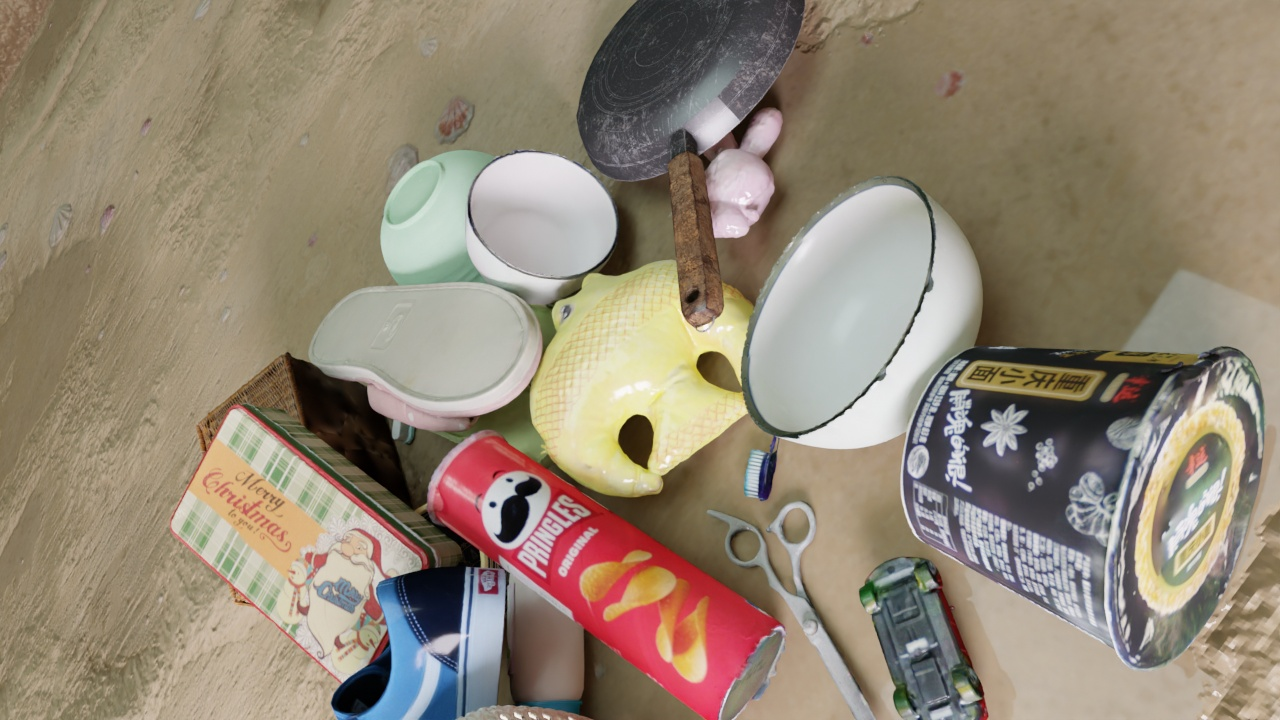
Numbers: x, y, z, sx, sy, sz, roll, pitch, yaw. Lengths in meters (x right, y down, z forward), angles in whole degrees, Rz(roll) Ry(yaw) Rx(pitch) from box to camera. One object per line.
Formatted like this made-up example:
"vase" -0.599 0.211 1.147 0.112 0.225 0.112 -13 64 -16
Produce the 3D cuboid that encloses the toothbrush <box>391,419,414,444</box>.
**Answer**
"toothbrush" -0.204 -0.014 0.825 0.016 0.016 0.180 -14 65 36

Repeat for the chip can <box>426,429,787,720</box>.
"chip can" -0.026 0.128 0.560 0.233 0.073 0.073 29 92 28

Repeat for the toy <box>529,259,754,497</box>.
"toy" -0.004 0.004 0.611 0.170 0.064 0.155 -40 68 -3

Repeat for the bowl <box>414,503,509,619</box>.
"bowl" -0.132 0.163 0.671 0.113 0.061 0.112 -15 65 34

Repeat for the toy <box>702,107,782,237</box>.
"toy" 0.065 -0.126 0.633 0.064 0.047 0.109 -5 62 33

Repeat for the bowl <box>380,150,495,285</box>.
"bowl" -0.166 -0.120 0.777 0.151 0.077 0.150 -22 50 28

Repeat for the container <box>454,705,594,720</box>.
"container" -0.073 0.314 0.498 0.246 0.184 0.143 -58 39 5

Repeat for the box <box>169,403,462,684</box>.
"box" -0.233 0.127 0.646 0.205 0.049 0.118 34 94 20

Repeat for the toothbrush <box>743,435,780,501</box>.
"toothbrush" 0.093 -0.004 0.584 0.017 0.016 0.189 7 79 36

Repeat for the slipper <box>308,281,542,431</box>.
"slipper" -0.165 -0.006 0.706 0.275 0.054 0.114 11 64 44

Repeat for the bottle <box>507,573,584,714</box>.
"bottle" -0.063 0.201 0.609 0.051 0.051 0.146 -19 63 32

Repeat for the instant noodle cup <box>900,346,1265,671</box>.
"instant noodle cup" 0.192 0.053 0.415 0.112 0.137 0.137 16 84 49

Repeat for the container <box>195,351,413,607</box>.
"container" -0.279 0.104 0.776 0.113 0.113 0.198 -39 55 14

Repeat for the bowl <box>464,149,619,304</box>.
"bowl" -0.079 -0.094 0.697 0.066 0.116 0.116 125 142 -57

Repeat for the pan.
"pan" 0.027 -0.165 0.635 0.208 0.040 0.356 -27 45 29

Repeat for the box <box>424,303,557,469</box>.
"box" -0.100 0.013 0.714 0.188 0.044 0.140 12 60 40

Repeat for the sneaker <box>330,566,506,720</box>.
"sneaker" -0.141 0.233 0.579 0.083 0.098 0.242 -109 24 -66

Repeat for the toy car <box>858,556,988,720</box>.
"toy car" 0.147 0.146 0.473 0.042 0.036 0.091 -32 57 26

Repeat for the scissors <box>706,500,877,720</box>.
"scissors" 0.087 0.148 0.535 0.095 0.014 0.170 -23 58 29

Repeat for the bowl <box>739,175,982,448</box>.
"bowl" 0.128 -0.018 0.506 0.154 0.073 0.153 -50 27 36
